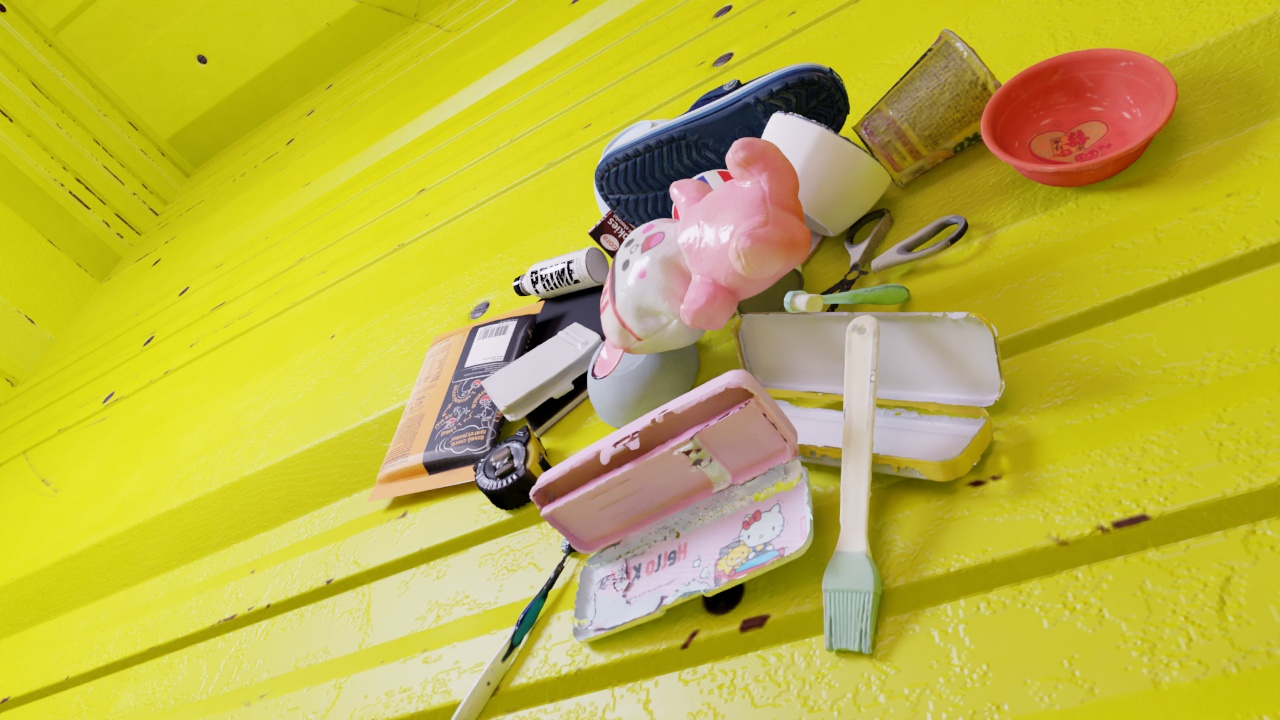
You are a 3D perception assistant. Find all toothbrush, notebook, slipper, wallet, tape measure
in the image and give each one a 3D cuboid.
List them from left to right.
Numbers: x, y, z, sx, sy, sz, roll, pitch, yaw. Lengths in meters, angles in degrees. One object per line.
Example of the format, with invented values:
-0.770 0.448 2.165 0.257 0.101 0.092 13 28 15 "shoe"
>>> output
-0.114 0.097 0.801 0.067 0.038 0.062 -31 37 0 "tape measure"
-0.090 0.197 0.684 0.017 0.016 0.188 -7 43 54 "toothbrush"
-0.089 0.010 0.871 0.116 0.032 0.086 -34 29 -8 "wallet"
-0.079 -0.018 0.938 0.141 0.008 0.209 -39 33 -1 "notebook"
0.080 -0.207 0.886 0.253 0.105 0.095 -20 32 22 "slipper"
0.150 -0.043 0.635 0.017 0.016 0.180 7 10 37 "toothbrush"

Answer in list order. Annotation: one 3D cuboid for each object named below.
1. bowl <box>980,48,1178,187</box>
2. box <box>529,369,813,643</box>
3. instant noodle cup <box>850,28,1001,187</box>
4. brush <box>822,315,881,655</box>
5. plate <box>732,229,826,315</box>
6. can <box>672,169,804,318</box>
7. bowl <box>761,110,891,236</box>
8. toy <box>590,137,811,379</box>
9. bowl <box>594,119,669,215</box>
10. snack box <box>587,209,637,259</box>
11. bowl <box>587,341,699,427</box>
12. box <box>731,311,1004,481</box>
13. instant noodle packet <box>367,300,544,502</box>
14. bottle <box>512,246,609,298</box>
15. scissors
0.326 -0.172 0.684 0.131 0.045 0.130 -17 47 19 "bowl"
0.012 0.103 0.616 0.202 0.101 0.102 -30 23 29 "box"
0.245 -0.207 0.780 0.108 0.102 0.102 -38 32 17 "instant noodle cup"
0.133 0.069 0.565 0.033 0.012 0.217 -9 61 35 "brush"
0.080 -0.121 0.893 0.230 0.021 0.229 -26 35 20 "plate"
0.083 -0.101 0.791 0.070 0.070 0.132 -33 53 8 "can"
0.147 -0.154 0.782 0.066 0.116 0.116 -60 33 5 "bowl"
0.039 -0.071 0.713 0.214 0.084 0.141 -33 42 41 "toy"
0.005 -0.219 1.029 0.151 0.075 0.150 -28 32 19 "bowl"
0.013 -0.164 0.958 0.141 0.051 0.031 -44 12 6 "snack box"
-0.005 0.005 0.799 0.106 0.039 0.106 -21 42 21 "bowl"
0.131 0.016 0.623 0.211 0.080 0.083 3 32 47 "box"
-0.188 0.039 0.941 0.160 0.032 0.220 -15 45 31 "instant noodle packet"
-0.089 -0.090 0.987 0.116 0.041 0.041 -11 42 36 "bottle"
0.184 -0.079 0.736 0.158 0.012 0.168 -21 30 25 "scissors"
